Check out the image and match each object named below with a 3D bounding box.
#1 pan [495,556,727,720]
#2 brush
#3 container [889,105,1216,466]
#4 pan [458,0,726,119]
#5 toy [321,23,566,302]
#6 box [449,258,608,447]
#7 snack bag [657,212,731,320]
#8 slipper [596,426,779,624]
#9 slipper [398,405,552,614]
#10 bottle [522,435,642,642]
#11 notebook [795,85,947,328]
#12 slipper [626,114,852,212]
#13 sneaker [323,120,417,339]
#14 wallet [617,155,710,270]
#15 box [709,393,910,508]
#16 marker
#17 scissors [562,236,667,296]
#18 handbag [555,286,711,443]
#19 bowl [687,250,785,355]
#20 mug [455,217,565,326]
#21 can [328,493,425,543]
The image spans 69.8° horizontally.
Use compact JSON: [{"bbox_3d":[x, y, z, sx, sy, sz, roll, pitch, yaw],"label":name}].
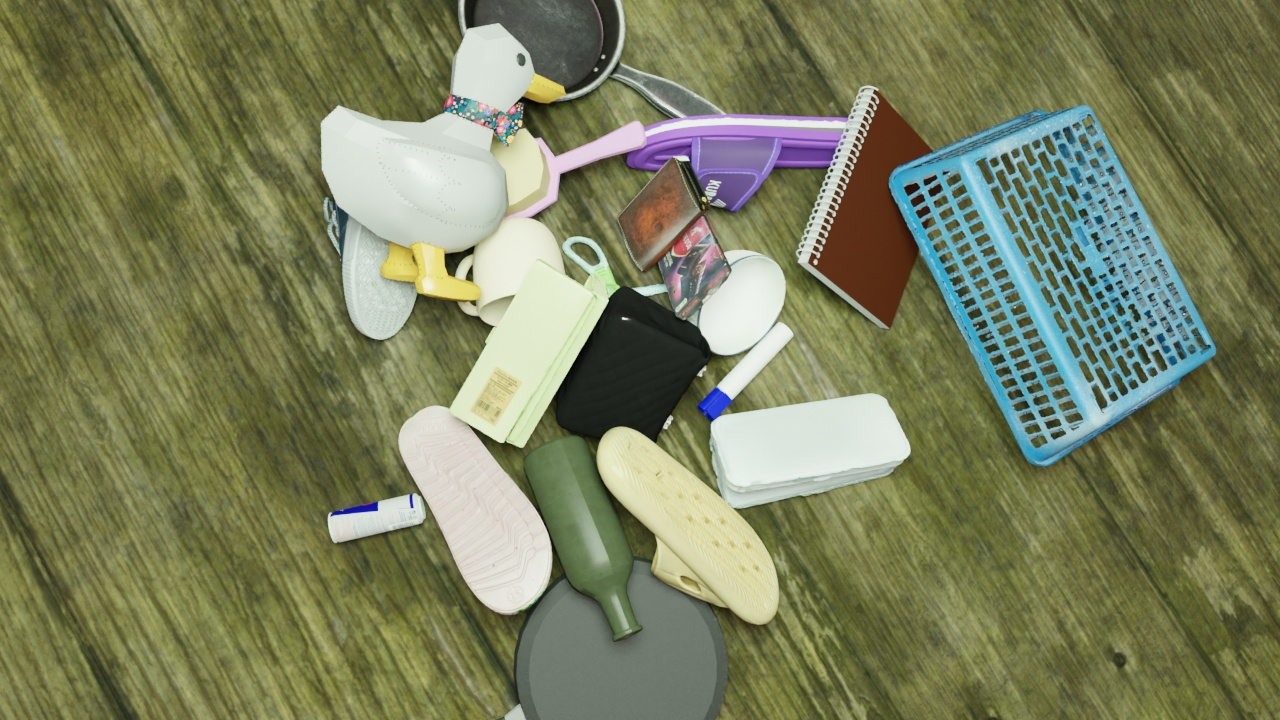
[{"bbox_3d":[-0.077,0.347,0.945,0.356,0.034,0.225,-25,84,-9],"label":"pan"},{"bbox_3d":[-0.106,-0.209,0.981,0.229,0.043,0.089,-18,76,14],"label":"brush"},{"bbox_3d":[0.462,-0.099,0.998,0.256,0.089,0.362,-25,87,-22],"label":"container"},{"bbox_3d":[-0.038,-0.339,1.044,0.356,0.055,0.187,30,79,-13],"label":"pan"},{"bbox_3d":[-0.192,-0.197,0.890,0.246,0.141,0.268,0,107,-44],"label":"toy"},{"bbox_3d":[-0.105,-0.010,0.937,0.091,0.083,0.188,34,106,0],"label":"box"},{"bbox_3d":[0.054,-0.103,0.964,0.018,0.155,0.075,35,110,-24],"label":"snack bag"},{"bbox_3d":[0.039,0.175,0.949,0.079,0.111,0.261,-35,107,34],"label":"slipper"},{"bbox_3d":[-0.168,0.153,0.953,0.094,0.064,0.239,-32,68,-11],"label":"slipper"},{"bbox_3d":[-0.052,0.181,0.930,0.071,0.071,0.206,-22,70,-8],"label":"bottle"},{"bbox_3d":[0.259,-0.166,1.012,0.171,0.022,0.209,30,78,-37],"label":"notebook"},{"bbox_3d":[0.121,-0.210,1.014,0.266,0.107,0.084,-4,82,-10],"label":"slipper"},{"bbox_3d":[-0.291,-0.142,0.974,0.087,0.089,0.235,9,97,36],"label":"sneaker"},{"bbox_3d":[0.022,-0.157,0.985,0.019,0.123,0.072,-14,73,-38],"label":"wallet"},{"bbox_3d":[0.181,0.086,0.985,0.215,0.083,0.122,-14,86,-7],"label":"box"},{"bbox_3d":[0.117,0.012,1.016,0.133,0.027,0.023,-45,109,-10],"label":"marker"},{"bbox_3d":[-0.026,-0.078,1.023,0.171,0.025,0.159,-12,77,-11],"label":"scissors"},{"bbox_3d":[-0.006,0.006,0.961,0.125,0.114,0.154,24,118,-13],"label":"handbag"},{"bbox_3d":[0.093,-0.071,0.998,0.118,0.118,0.062,-39,44,-10],"label":"bowl"},{"bbox_3d":[-0.141,-0.096,0.977,0.120,0.096,0.099,-12,71,8],"label":"mug"},{"bbox_3d":[-0.274,0.164,0.955,0.095,0.032,0.032,-12,83,-7],"label":"can"}]
